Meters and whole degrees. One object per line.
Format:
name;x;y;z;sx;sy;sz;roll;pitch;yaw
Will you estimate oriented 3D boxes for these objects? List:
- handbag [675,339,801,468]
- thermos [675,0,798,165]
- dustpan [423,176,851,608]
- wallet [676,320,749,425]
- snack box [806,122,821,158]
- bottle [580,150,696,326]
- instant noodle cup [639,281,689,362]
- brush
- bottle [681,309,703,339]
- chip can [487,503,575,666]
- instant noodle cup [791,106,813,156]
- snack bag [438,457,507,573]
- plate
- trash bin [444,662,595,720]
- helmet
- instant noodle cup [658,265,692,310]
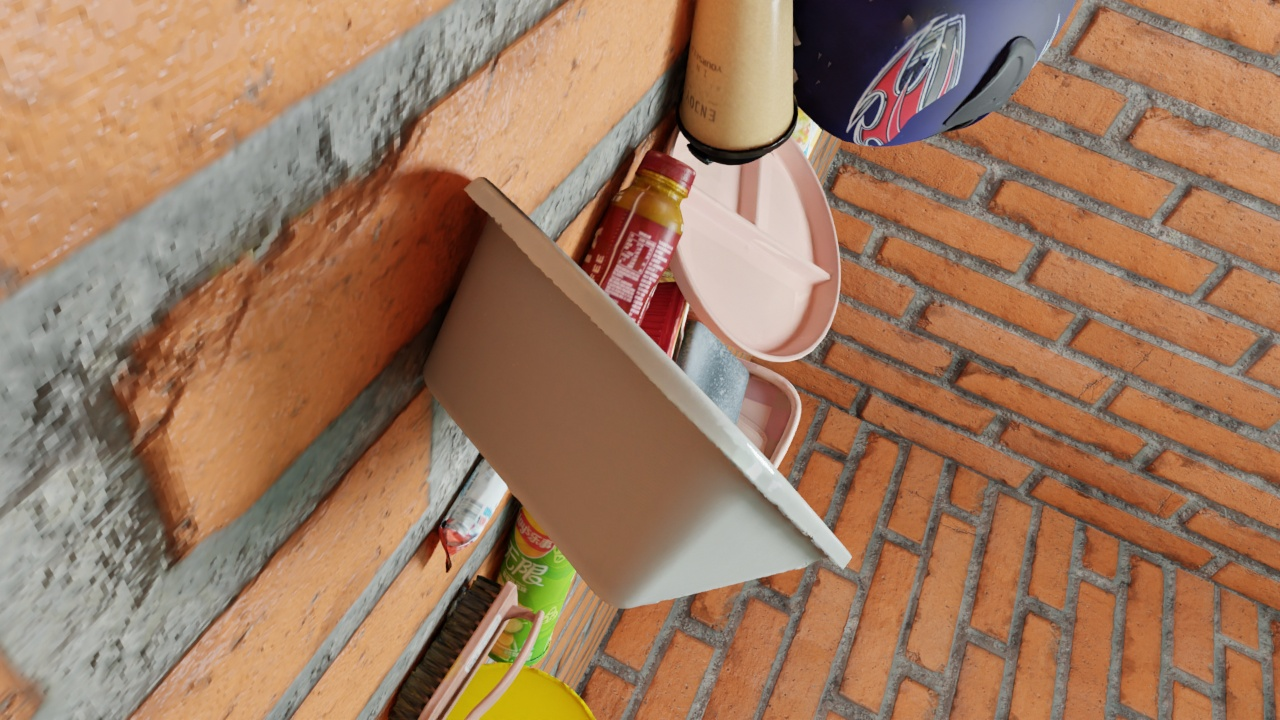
handbag;0.042;0.100;0.921;0.093;0.193;0.233;101;10;-62
thermos;0.071;-0.214;0.653;0.092;0.093;0.143;-60;162;-28
dustpan;0.012;0.006;0.457;0.257;0.222;0.143;-7;136;-52
wallet;0.063;0.032;0.857;0.121;0.019;0.097;40;60;-49
snack box;0.158;-0.239;1.091;0.087;0.033;0.140;23;-94;57
bottle;-0.014;-0.062;0.655;0.175;0.057;0.057;-65;171;3
instant noodle cup;-0.005;0.005;0.795;0.194;0.066;0.194;17;87;-85
brush;-0.140;0.250;0.742;0.145;0.073;0.063;-57;169;-30
bottle;0.042;-0.013;1.121;0.059;0.060;0.207;-57;172;-39
chip can;-0.094;0.190;0.845;0.072;0.072;0.222;-50;163;-58
instant noodle cup;0.140;-0.237;0.986;0.099;0.099;0.110;-43;149;-67
snack bag;-0.111;0.094;0.634;0.104;0.026;0.048;-60;-178;-27
plate;0.093;-0.109;0.772;0.028;0.229;0.228;-15;-148;43
trash bin;-0.132;0.417;0.816;0.228;0.230;0.256;-55;162;-45
helmet;0.235;-0.312;0.836;0.240;0.247;0.316;-33;165;-14
instant noodle cup;0.087;-0.117;0.876;0.138;0.138;0.108;93;16;-68
